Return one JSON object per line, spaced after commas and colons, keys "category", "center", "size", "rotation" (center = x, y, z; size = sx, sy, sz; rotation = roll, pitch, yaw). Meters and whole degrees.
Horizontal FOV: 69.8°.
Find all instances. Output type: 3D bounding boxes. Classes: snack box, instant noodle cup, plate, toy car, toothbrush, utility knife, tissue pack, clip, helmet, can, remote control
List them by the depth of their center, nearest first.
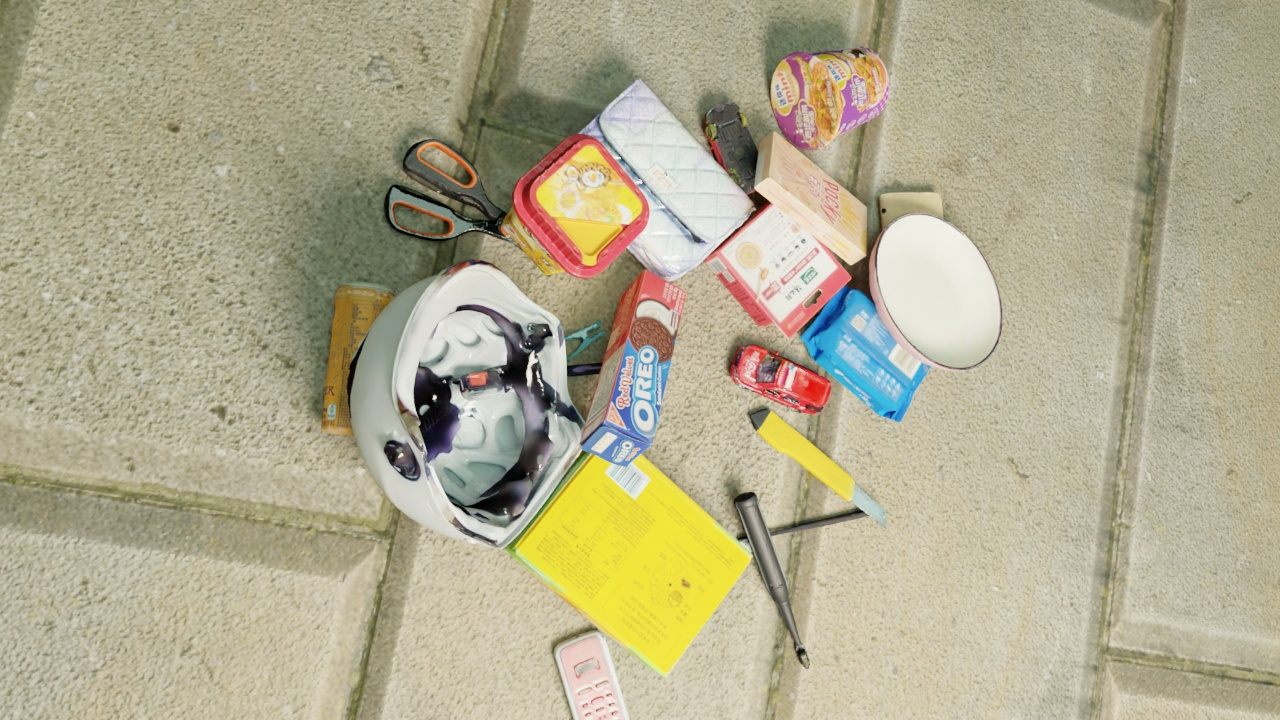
{"category": "helmet", "center": [-0.177, 0.040, 0.851], "size": [0.228, 0.146, 0.259], "rotation": [-55, 131, -44]}
{"category": "can", "center": [-0.272, 0.000, 0.889], "size": [0.058, 0.058, 0.146], "rotation": [6, 83, -17]}
{"category": "instant noodle cup", "center": [-0.073, -0.145, 0.915], "size": [0.116, 0.124, 0.115], "rotation": [49, 68, -14]}
{"category": "snack box", "center": [-0.006, 0.005, 0.927], "size": [0.057, 0.058, 0.207], "rotation": [28, 50, -16]}
{"category": "snack box", "center": [-0.013, 0.196, 0.943], "size": [0.210, 0.070, 0.157], "rotation": [43, 74, -12]}
{"category": "remote control", "center": [-0.046, 0.351, 0.948], "size": [0.055, 0.020, 0.136], "rotation": [-16, 90, -19]}
{"category": "clip", "center": [-0.062, -0.023, 0.980], "size": [0.056, 0.014, 0.040], "rotation": [-34, 96, -18]}
{"category": "toothbrush", "center": [-0.057, 0.009, 0.981], "size": [0.188, 0.017, 0.014], "rotation": [-5, 98, -21]}
{"category": "toothbrush", "center": [0.149, 0.244, 1.006], "size": [0.026, 0.027, 0.212], "rotation": [-21, 100, -1]}
{"category": "toy car", "center": [0.159, 0.021, 1.030], "size": [0.120, 0.045, 0.053], "rotation": [22, 78, -12]}
{"category": "snack box", "center": [0.194, -0.182, 1.033], "size": [0.157, 0.026, 0.084], "rotation": [32, 47, -24]}
{"category": "snack box", "center": [0.155, -0.104, 1.039], "size": [0.113, 0.044, 0.127], "rotation": [-42, 97, -17]}
{"category": "toothbrush", "center": [0.194, 0.190, 1.040], "size": [0.181, 0.016, 0.018], "rotation": [-11, 90, -17]}
{"category": "toy car", "center": [0.106, -0.240, 1.041], "size": [0.049, 0.031, 0.106], "rotation": [-25, 97, -19]}
{"category": "utility knife", "center": [0.204, 0.123, 1.044], "size": [0.207, 0.015, 0.033], "rotation": [40, 72, -6]}
{"category": "instant noodle cup", "center": [0.222, -0.306, 1.050], "size": [0.099, 0.112, 0.111], "rotation": [-23, 92, -27]}
{"category": "plate", "center": [0.334, -0.075, 1.056], "size": [0.192, 0.039, 0.192], "rotation": [10, 69, -26]}
{"category": "tissue pack", "center": [0.261, -0.009, 1.059], "size": [0.157, 0.052, 0.094], "rotation": [39, 73, -11]}

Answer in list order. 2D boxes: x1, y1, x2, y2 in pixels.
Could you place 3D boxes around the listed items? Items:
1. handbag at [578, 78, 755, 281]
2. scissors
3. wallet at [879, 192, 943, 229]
{"category": "handbag", "center": [0.019, -0.189, 0.987], "size": [0.194, 0.076, 0.134], "rotation": [46, 74, -10]}
{"category": "scissors", "center": [-0.159, -0.132, 0.960], "size": [0.162, 0.022, 0.234], "rotation": [-43, 104, -13]}
{"category": "wallet", "center": [0.333, -0.145, 1.110], "size": [0.087, 0.024, 0.115], "rotation": [-4, 86, -13]}
